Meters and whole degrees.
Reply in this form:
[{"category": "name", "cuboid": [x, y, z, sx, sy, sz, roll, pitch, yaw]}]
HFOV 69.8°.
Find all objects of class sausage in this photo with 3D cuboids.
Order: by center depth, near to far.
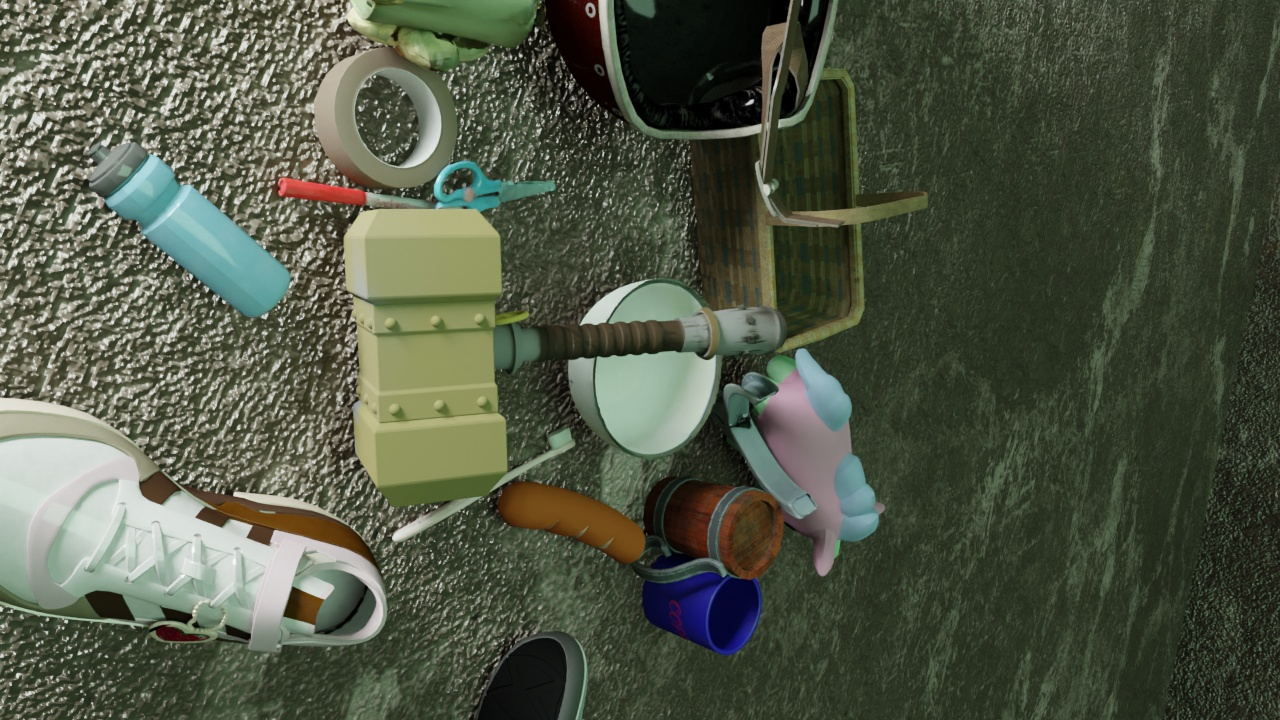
[{"category": "sausage", "cuboid": [-0.055, 0.138, 0.789, 0.164, 0.039, 0.044, 29, 75, -42]}]

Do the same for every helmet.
[{"category": "helmet", "cuboid": [0.054, -0.271, 0.689, 0.234, 0.254, 0.233, 81, 29, -42]}]

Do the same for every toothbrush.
[{"category": "toothbrush", "cuboid": [-0.122, 0.098, 0.737, 0.180, 0.016, 0.018, -29, 108, -38]}]

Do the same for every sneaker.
[{"category": "sneaker", "cuboid": [-0.270, 0.114, 0.526, 0.293, 0.117, 0.111, 36, 71, -41]}, {"category": "sneaker", "cuboid": [-0.078, 0.364, 0.775, 0.160, 0.093, 0.256, 36, 69, -49]}]

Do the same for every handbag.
[{"category": "handbag", "cuboid": [-0.142, -0.268, 0.603, 0.113, 0.117, 0.186, 0, 57, -35]}]

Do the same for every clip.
[{"category": "clip", "cuboid": [0.115, 0.085, 0.839, 0.031, 0.169, 0.164, -27, 90, -13]}]

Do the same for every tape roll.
[{"category": "tape roll", "cuboid": [-0.175, -0.167, 0.638, 0.093, 0.030, 0.094, -7, 101, -43]}]

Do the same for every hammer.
[{"category": "hammer", "cuboid": [-0.038, -0.013, 0.671, 0.324, 0.101, 0.190, -4, 99, -24]}]

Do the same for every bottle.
[{"category": "bottle", "cuboid": [-0.272, -0.080, 0.551, 0.130, 0.040, 0.040, 48, 63, -36]}]

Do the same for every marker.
[{"category": "marker", "cuboid": [-0.185, -0.113, 0.650, 0.142, 0.013, 0.013, 0, 95, -44]}]

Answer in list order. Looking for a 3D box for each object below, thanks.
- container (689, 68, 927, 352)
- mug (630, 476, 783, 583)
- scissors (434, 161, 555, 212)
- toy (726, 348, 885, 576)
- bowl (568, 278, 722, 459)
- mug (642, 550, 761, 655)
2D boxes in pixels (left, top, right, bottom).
[{"category": "container", "cuboid": [0.158, -0.141, 0.851, 0.157, 0.187, 0.250, -18, 108, -41]}, {"category": "mug", "cuboid": [0.053, 0.161, 0.845, 0.117, 0.111, 0.081, -45, 124, -30]}, {"category": "scissors", "cuboid": [-0.108, -0.129, 0.706, 0.136, 0.015, 0.055, -19, 127, -49]}, {"category": "toy", "cuboid": [0.172, 0.095, 0.909, 0.119, 0.171, 0.223, -36, 152, -35]}, {"category": "bowl", "cuboid": [-0.005, 0.005, 0.795, 0.153, 0.073, 0.153, -8, 101, -44]}, {"category": "mug", "cuboid": [0.068, 0.220, 0.887, 0.111, 0.084, 0.079, -45, 124, -30]}]
